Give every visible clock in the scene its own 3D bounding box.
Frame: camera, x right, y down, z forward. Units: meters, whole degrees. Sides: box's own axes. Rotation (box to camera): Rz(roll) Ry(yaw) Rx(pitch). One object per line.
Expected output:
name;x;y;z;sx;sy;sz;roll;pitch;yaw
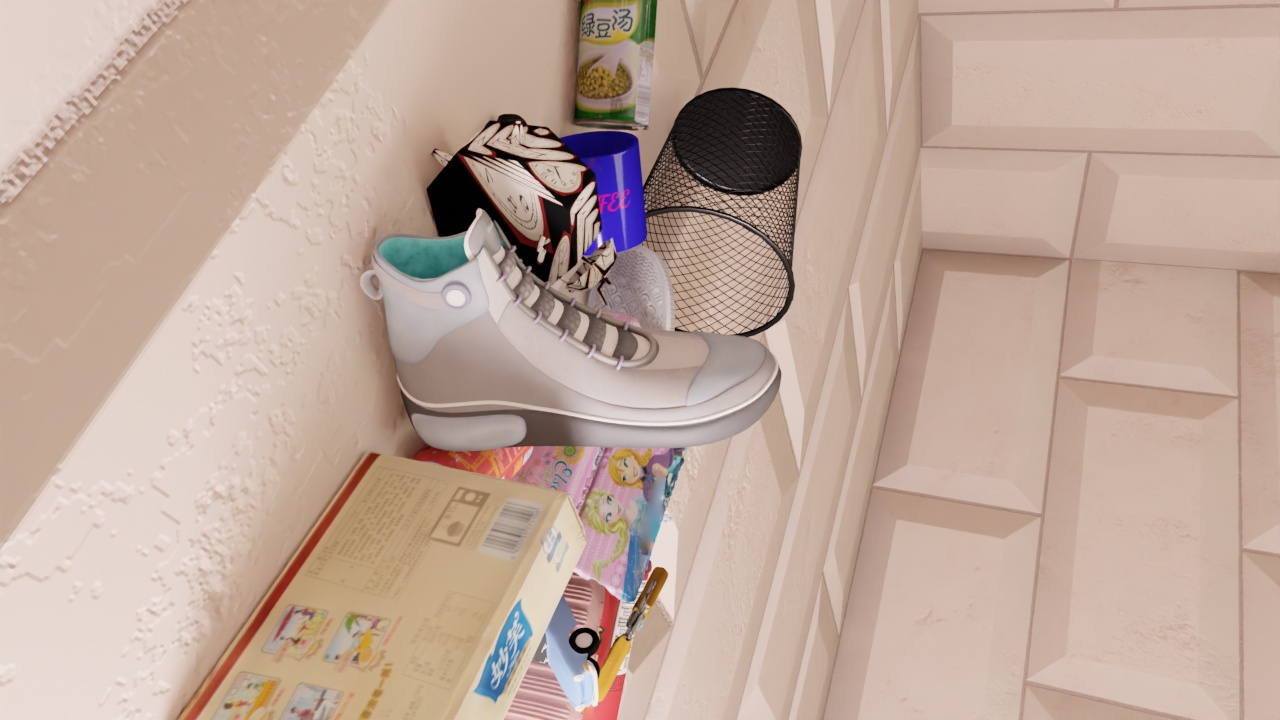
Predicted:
clock;-0.081;-0.084;0.640;0.155;0.115;0.064;61;39;-29

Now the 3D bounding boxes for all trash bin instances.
trash bin;0.081;-0.160;0.950;0.184;0.184;0.209;70;29;-48

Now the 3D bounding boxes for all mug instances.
mug;-0.038;-0.151;0.795;0.111;0.079;0.084;-100;-176;-60

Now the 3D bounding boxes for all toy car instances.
toy car;-0.077;0.212;0.745;0.054;0.153;0.056;-17;135;-20

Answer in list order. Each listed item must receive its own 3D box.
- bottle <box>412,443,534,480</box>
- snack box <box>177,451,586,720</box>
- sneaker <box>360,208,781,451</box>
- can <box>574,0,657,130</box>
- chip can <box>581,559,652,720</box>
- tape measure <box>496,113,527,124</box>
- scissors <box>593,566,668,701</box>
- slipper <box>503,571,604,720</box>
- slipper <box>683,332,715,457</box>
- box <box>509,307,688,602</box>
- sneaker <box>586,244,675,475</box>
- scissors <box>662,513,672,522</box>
bottle;-0.112;0.060;0.690;0.137;0.062;0.062;-49;141;-53
snack box;-0.142;0.158;0.528;0.055;0.153;0.206;75;32;-44
sneaker;-0.042;-0.025;0.585;0.092;0.257;0.161;-82;166;-52
can;-0.022;-0.264;0.797;0.067;0.067;0.121;-20;116;-65
chip can;-0.051;0.290;0.880;0.087;0.087;0.213;27;73;-66
tape measure;-0.097;-0.142;0.692;0.066;0.037;0.064;72;33;-46
scissors;0.000;0.209;0.763;0.174;0.016;0.226;-57;171;-37
slipper;-0.080;0.271;0.806;0.082;0.093;0.196;76;28;-59
slipper;0.019;0.082;1.018;0.273;0.054;0.114;-60;154;-20
box;-0.036;0.067;0.764;0.062;0.161;0.229;119;-7;-59
sneaker;-0.005;0.005;0.897;0.087;0.089;0.236;-14;117;-64
scissors;0.007;0.161;0.981;0.172;0.021;0.171;-66;155;-10
